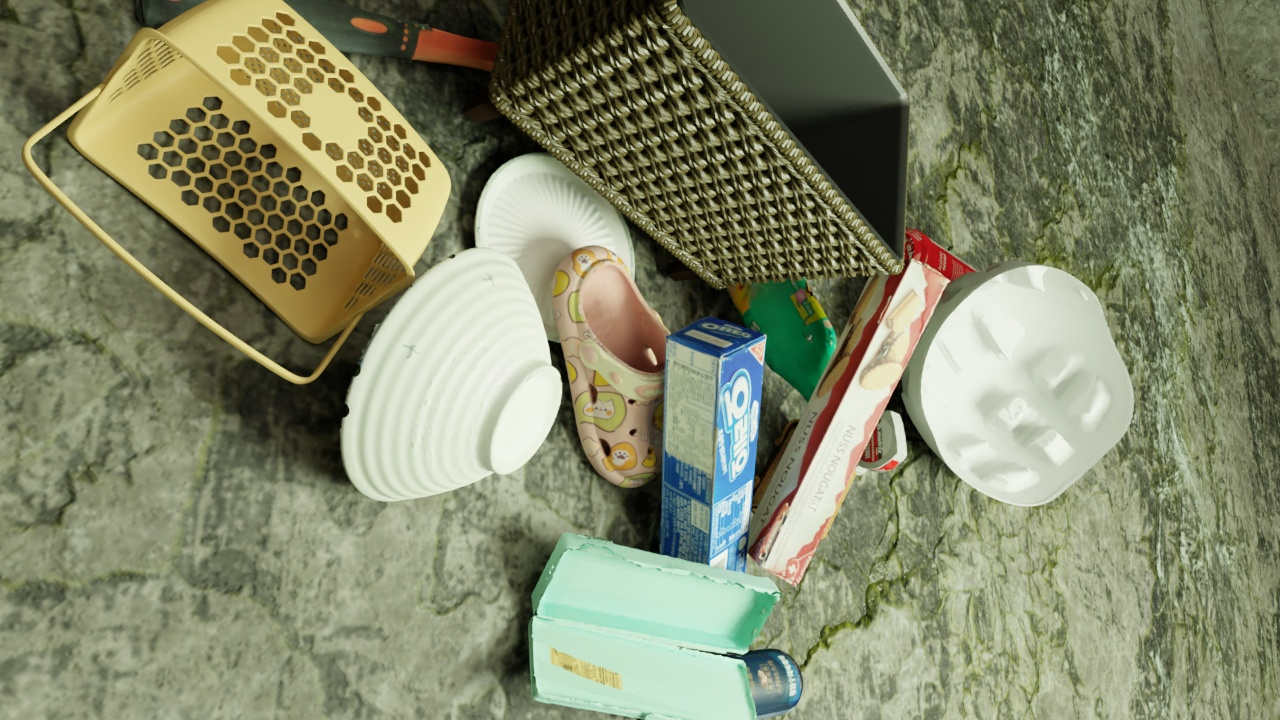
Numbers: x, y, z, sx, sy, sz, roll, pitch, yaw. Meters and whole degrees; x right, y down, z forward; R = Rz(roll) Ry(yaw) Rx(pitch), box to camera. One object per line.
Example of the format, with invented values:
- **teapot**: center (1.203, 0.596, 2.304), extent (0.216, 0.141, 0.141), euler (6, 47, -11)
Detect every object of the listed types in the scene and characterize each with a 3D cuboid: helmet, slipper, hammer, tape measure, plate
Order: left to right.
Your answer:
- **hammer**: center (-0.179, -0.232, 0.661), extent (0.332, 0.033, 0.133), euler (-3, 83, -41)
- **plate**: center (-0.067, -0.089, 0.736), extent (0.156, 0.014, 0.156), euler (10, 74, -40)
- **slipper**: center (-0.004, 0.004, 0.714), extent (0.093, 0.082, 0.197), euler (-27, 108, -43)
- **tape measure**: center (0.241, 0.084, 0.938), extent (0.020, 0.062, 0.060), euler (20, 64, -37)
- **helmet**: center (0.385, 0.016, 0.981), extent (0.224, 0.184, 0.282), euler (-51, 134, 1)

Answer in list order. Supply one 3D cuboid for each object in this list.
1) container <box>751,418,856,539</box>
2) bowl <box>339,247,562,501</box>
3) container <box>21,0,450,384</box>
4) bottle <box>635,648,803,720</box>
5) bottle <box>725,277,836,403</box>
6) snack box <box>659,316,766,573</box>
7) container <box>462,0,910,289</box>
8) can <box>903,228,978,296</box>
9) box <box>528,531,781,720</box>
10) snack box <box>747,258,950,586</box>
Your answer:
- **container**: center (0.155, 0.113, 0.857), extent (0.061, 0.063, 0.113), euler (57, 50, -26)
- **bowl**: center (-0.098, 0.024, 0.578), extent (0.176, 0.071, 0.178), euler (-51, 156, -33)
- **container**: center (-0.221, -0.096, 0.527), extent (0.183, 0.129, 0.166), euler (46, 45, -24)
- **bottle**: center (0.064, 0.267, 0.743), extent (0.160, 0.056, 0.056), euler (9, 75, -39)
- **bottle**: center (0.141, -0.019, 0.832), extent (0.067, 0.068, 0.209), euler (-19, 77, -42)
- **snack box**: center (0.052, 0.081, 0.707), extent (0.059, 0.059, 0.227), euler (-25, 127, -40)
- **container**: center (0.042, -0.193, 0.691), extent (0.320, 0.205, 0.176), euler (33, 58, -44)
- **can**: center (0.329, -0.093, 1.045), extent (0.142, 0.075, 0.074), euler (22, 66, -36)
- **box**: center (0.016, 0.200, 0.668), extent (0.187, 0.078, 0.109), euler (19, 39, -21)
- **snack box**: center (0.162, 0.045, 0.752), extent (0.044, 0.076, 0.273), euler (26, 91, -8)
